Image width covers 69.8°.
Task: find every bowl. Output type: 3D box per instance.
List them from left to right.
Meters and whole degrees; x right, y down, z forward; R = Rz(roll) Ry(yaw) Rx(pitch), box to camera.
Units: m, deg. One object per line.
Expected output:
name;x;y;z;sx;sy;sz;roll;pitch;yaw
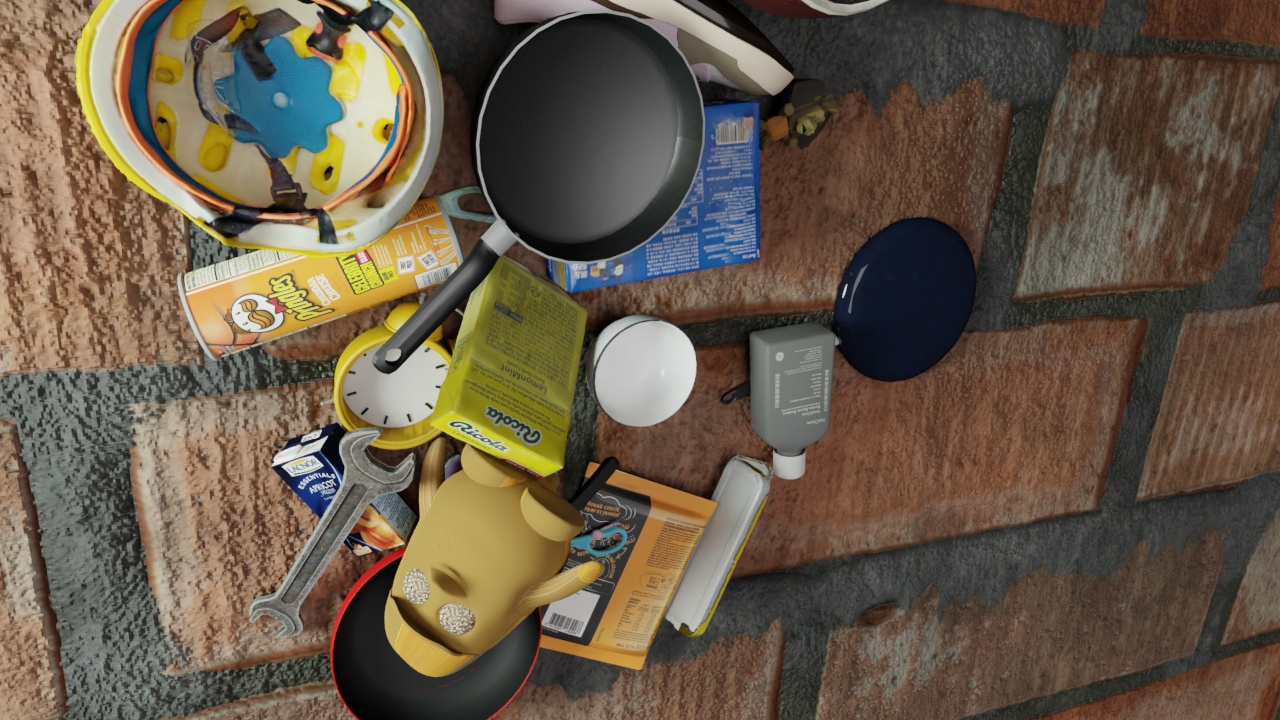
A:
bowl;-0.006;0.005;0.929;0.113;0.063;0.113;-8;112;-22

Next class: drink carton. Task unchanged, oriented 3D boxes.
drink carton;-0.271;0.120;0.848;0.064;0.040;0.130;-19;122;22

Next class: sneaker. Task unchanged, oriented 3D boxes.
sneaker;0.002;-0.284;0.814;0.293;0.111;0.117;18;122;-31

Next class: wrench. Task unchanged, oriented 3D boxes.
wrench;-0.286;0.164;0.836;0.070;0.010;0.274;28;116;-19

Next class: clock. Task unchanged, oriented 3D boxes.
clock;-0.213;0.013;0.845;0.152;0.052;0.113;-44;121;1

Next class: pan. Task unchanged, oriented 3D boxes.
pan;-0.155;0.226;0.937;0.355;0.067;0.209;-47;114;-10
pan;-0.095;-0.128;0.756;0.355;0.044;0.204;-46;127;-2
pan;0.247;-0.032;1.059;0.356;0.021;0.199;-27;118;-12

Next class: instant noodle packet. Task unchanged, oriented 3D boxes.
instant noodle packet;-0.027;0.233;1.018;0.159;0.032;0.221;20;99;-21

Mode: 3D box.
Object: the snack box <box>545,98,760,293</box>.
snack box;0.010;-0.160;0.871;0.202;0.069;0.155;-12;114;-21

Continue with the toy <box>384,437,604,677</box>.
toy;-0.155;0.189;0.826;0.203;0.198;0.162;-56;165;4

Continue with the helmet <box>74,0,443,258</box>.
helmet;-0.270;-0.193;0.694;0.240;0.139;0.209;14;102;-13

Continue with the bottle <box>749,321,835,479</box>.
bottle;0.167;0.049;1.023;0.083;0.046;0.174;-10;114;-17

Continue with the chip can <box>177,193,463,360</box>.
chip can;-0.261;-0.071;0.767;0.214;0.075;0.075;-21;116;-13

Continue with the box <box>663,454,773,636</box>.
box;0.098;0.215;1.049;0.079;0.080;0.209;19;99;-27

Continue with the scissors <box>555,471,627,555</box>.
scissors;-0.085;0.175;0.971;0.135;0.015;0.136;-12;102;-7

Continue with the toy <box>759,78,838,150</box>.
toy;0.145;-0.238;0.912;0.100;0.062;0.076;-27;137;-8

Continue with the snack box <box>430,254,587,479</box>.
snack box;-0.113;0.002;0.837;0.121;0.045;0.180;31;51;-31

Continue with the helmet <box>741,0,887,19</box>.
helmet;0.133;-0.394;0.733;0.233;0.253;0.234;-32;134;-6

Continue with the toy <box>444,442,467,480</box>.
toy;-0.158;0.082;0.901;0.080;0.036;0.100;-10;115;-30

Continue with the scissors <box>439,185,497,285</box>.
scissors;-0.206;-0.127;0.816;0.170;0.028;0.139;8;107;-23
